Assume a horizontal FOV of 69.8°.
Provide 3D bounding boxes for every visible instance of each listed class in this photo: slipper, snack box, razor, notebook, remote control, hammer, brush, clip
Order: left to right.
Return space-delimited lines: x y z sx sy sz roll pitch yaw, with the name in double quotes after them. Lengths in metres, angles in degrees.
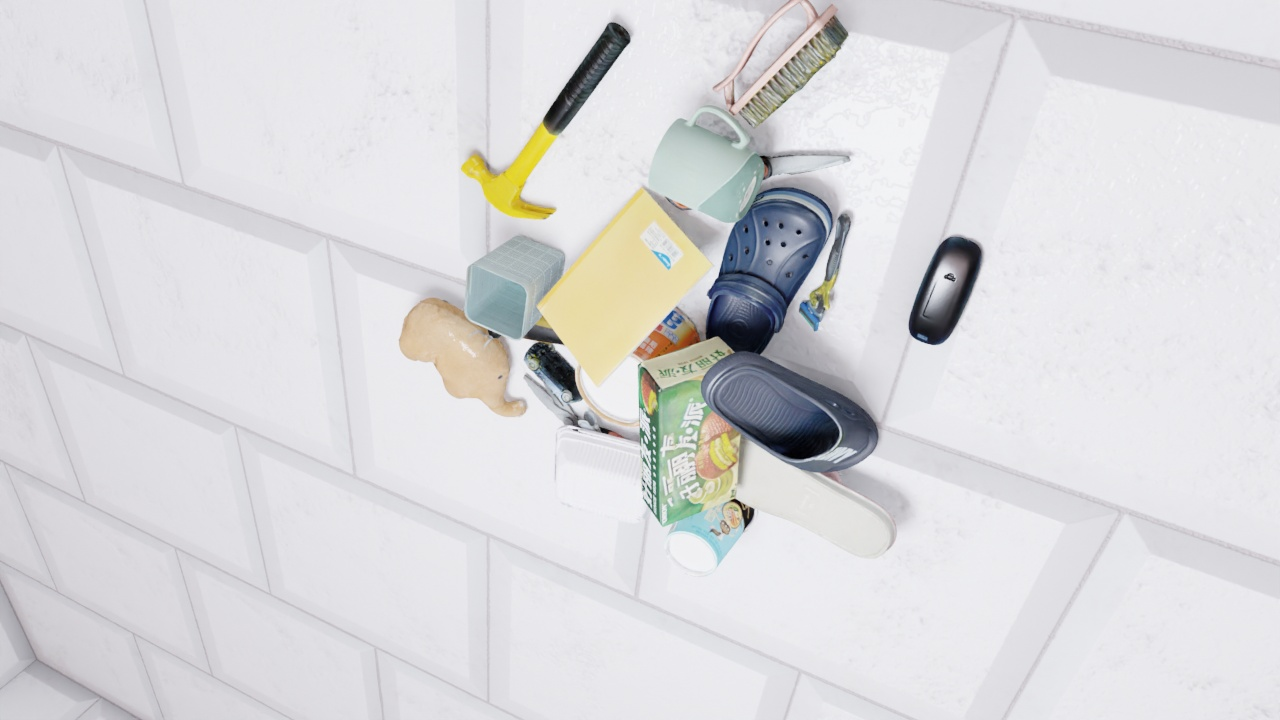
-0.139 -0.044 1.262 0.167 0.067 0.062 12 126 14 "razor"
-0.105 -0.282 1.103 0.129 0.032 0.302 43 131 -4 "hammer"
-0.069 0.100 1.329 0.024 0.028 0.057 -14 117 34 "clip"
-0.024 -0.088 1.110 0.207 0.010 0.146 -47 64 17 "notebook"
0.061 0.092 1.140 0.063 0.114 0.240 52 152 44 "snack box"
0.130 -0.087 1.064 0.105 0.095 0.253 28 134 7 "slipper"
0.138 -0.303 0.935 0.073 0.063 0.146 44 133 -9 "brush"
0.183 0.082 1.075 0.268 0.083 0.111 28 116 -32 "slipper"
0.210 0.168 1.209 0.274 0.054 0.114 25 126 25 "slipper"
0.217 -0.104 1.051 0.042 0.022 0.143 -122 35 -47 "razor"
0.331 -0.071 1.006 0.053 0.024 0.137 22 128 16 "remote control"

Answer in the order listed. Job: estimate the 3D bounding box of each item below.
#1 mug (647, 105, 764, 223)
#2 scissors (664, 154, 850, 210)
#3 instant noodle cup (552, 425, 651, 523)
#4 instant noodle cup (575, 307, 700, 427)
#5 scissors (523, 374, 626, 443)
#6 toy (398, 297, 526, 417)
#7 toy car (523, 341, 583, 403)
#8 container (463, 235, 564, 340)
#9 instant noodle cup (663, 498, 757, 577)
0.077 -0.215 0.990 0.106 0.082 0.112 28 123 14 "mug"
0.119 -0.226 1.022 0.235 0.021 0.125 -20 109 37 "scissors"
-0.050 0.174 1.332 0.173 0.060 0.138 13 132 6 "instant noodle cup"
-0.007 0.007 1.187 0.151 0.111 0.152 15 127 20 "instant noodle cup"
-0.085 0.101 1.357 0.214 0.015 0.197 15 127 21 "scissors"
-0.252 0.002 1.347 0.226 0.082 0.144 41 136 -5 "toy"
-0.120 0.020 1.300 0.105 0.048 0.031 45 134 -4 "toy car"
-0.162 -0.100 1.202 0.090 0.111 0.090 23 129 13 "container"
0.092 0.234 1.276 0.111 0.120 0.111 14 126 20 "instant noodle cup"
